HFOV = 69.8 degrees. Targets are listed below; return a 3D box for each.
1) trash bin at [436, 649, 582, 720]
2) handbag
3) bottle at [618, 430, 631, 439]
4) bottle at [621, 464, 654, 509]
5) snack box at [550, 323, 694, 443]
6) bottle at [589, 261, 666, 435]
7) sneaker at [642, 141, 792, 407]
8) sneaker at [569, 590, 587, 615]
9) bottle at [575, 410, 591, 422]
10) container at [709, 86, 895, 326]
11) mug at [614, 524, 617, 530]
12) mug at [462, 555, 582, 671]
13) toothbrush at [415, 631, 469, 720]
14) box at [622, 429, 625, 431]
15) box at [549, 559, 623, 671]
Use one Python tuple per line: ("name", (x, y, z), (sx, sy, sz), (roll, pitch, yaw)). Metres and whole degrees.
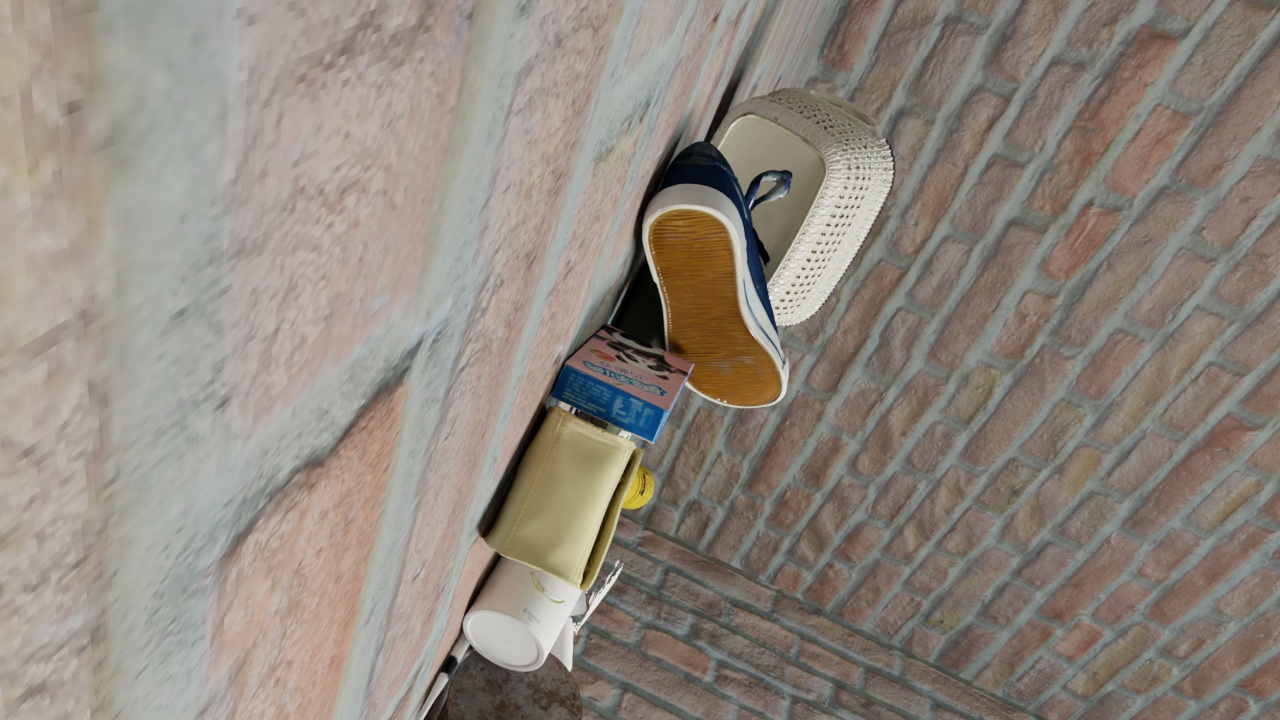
("trash bin", (-0.144, 0.377, 0.874), (0.212, 0.131, 0.130), (-65, 177, 38))
("handbag", (-0.059, 0.102, 0.699), (0.119, 0.081, 0.111), (-66, -171, -11))
("bottle", (-0.047, 0.134, 1.372), (0.041, 0.041, 0.116), (-56, 171, -66))
("bottle", (-0.025, 0.178, 1.329), (0.071, 0.071, 0.163), (-64, 156, -4))
("snack box", (-0.009, 0.015, 0.750), (0.154, 0.088, 0.033), (-51, 165, -73))
("bottle", (-0.005, 0.005, 0.874), (0.071, 0.071, 0.206), (99, 17, -77))
("sneaker", (0.080, -0.072, 0.815), (0.295, 0.121, 0.127), (68, 27, -48))
("sneaker", (-0.101, 0.296, 1.234), (0.236, 0.089, 0.099), (-64, 167, 2))
("bottle", (-0.031, 0.029, 0.929), (0.036, 0.036, 0.109), (107, 10, -66))
("container", (0.134, -0.156, 0.952), (0.143, 0.185, 0.252), (-17, 140, -58))
("mug", (-0.088, 0.224, 1.071), (0.107, 0.083, 0.113), (-61, -175, 5))
("mug", (-0.101, 0.213, 0.832), (0.105, 0.082, 0.083), (-58, 173, -50))
("toothbrush", (-0.166, 0.265, 0.814), (0.017, 0.012, 0.186), (-50, -172, 44))
("box", (0.010, -0.003, 1.307), (0.226, 0.039, 0.094), (-62, 174, -48))
("box", (-0.087, 0.290, 0.987), (0.112, 0.189, 0.101), (110, -37, -65))
